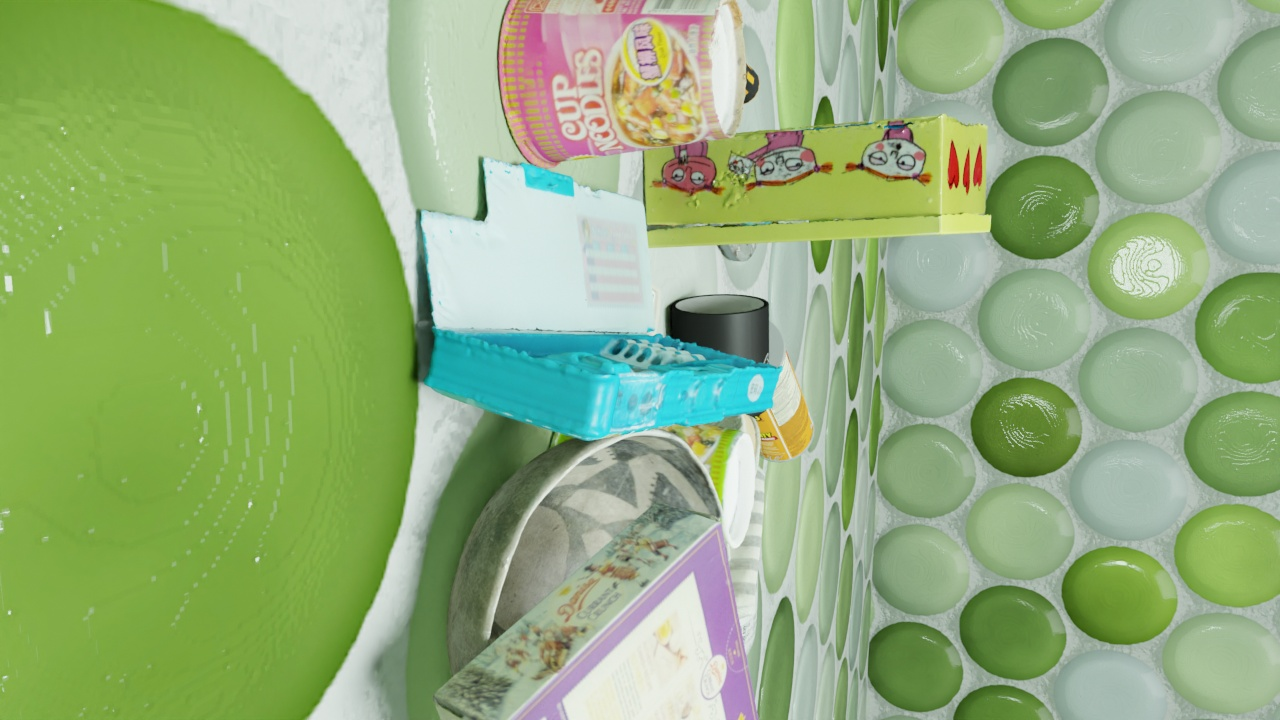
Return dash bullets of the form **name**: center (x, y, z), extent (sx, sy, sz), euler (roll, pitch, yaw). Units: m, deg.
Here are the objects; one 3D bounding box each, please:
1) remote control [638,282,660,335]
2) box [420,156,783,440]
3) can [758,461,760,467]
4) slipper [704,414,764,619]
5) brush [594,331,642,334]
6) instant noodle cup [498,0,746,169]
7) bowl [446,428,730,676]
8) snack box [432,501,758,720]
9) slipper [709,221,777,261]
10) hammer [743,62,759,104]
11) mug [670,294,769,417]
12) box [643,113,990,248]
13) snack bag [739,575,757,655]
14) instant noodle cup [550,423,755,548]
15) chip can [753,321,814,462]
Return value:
- **remote control**: center (-0.011, -0.044, 0.619), extent (0.125, 0.018, 0.038), euler (26, 69, -70)
- **box**: center (-0.025, -0.020, 0.487), extent (0.086, 0.169, 0.226), euler (-45, 162, 20)
- **can**: center (0.054, 0.115, 0.746), extent (0.129, 0.044, 0.130), euler (7, 82, -59)
- **slipper**: center (0.023, 0.158, 0.613), extent (0.054, 0.115, 0.272), euler (36, 64, -32)
- **brush**: center (-0.004, 0.003, 0.637), extent (0.126, 0.017, 0.048), euler (25, 78, -69)
- **instant noodle cup**: center (-0.004, -0.151, 0.484), extent (0.097, 0.109, 0.097), euler (5, 89, -70)
- **bowl**: center (-0.037, 0.117, 0.468), extent (0.178, 0.081, 0.178), euler (-11, 105, -50)
- **snack box**: center (-0.008, 0.164, 0.416), extent (0.147, 0.041, 0.143), euler (-34, 122, -41)
- **slipper**: center (0.091, -0.155, 0.832), extent (0.268, 0.055, 0.098), euler (28, 69, -67)
- **hammer**: center (0.048, -0.236, 0.691), extent (0.123, 0.036, 0.320), euler (66, 17, 3)
- **mug**: center (0.068, -0.008, 0.761), extent (0.113, 0.078, 0.088), euler (-62, 150, -72)
- **box**: center (0.123, -0.122, 0.650), extent (0.124, 0.221, 0.083), euler (-16, 108, -56)
- **snack bag**: center (0.096, 0.248, 0.932), extent (0.143, 0.039, 0.131), euler (-16, 108, -69)
- **instant noodle cup**: center (0.010, 0.074, 0.564), extent (0.098, 0.108, 0.099), euler (3, 90, -69)
- **chip can**: center (0.123, 0.034, 0.917), extent (0.215, 0.075, 0.075), euler (54, 44, -61)
